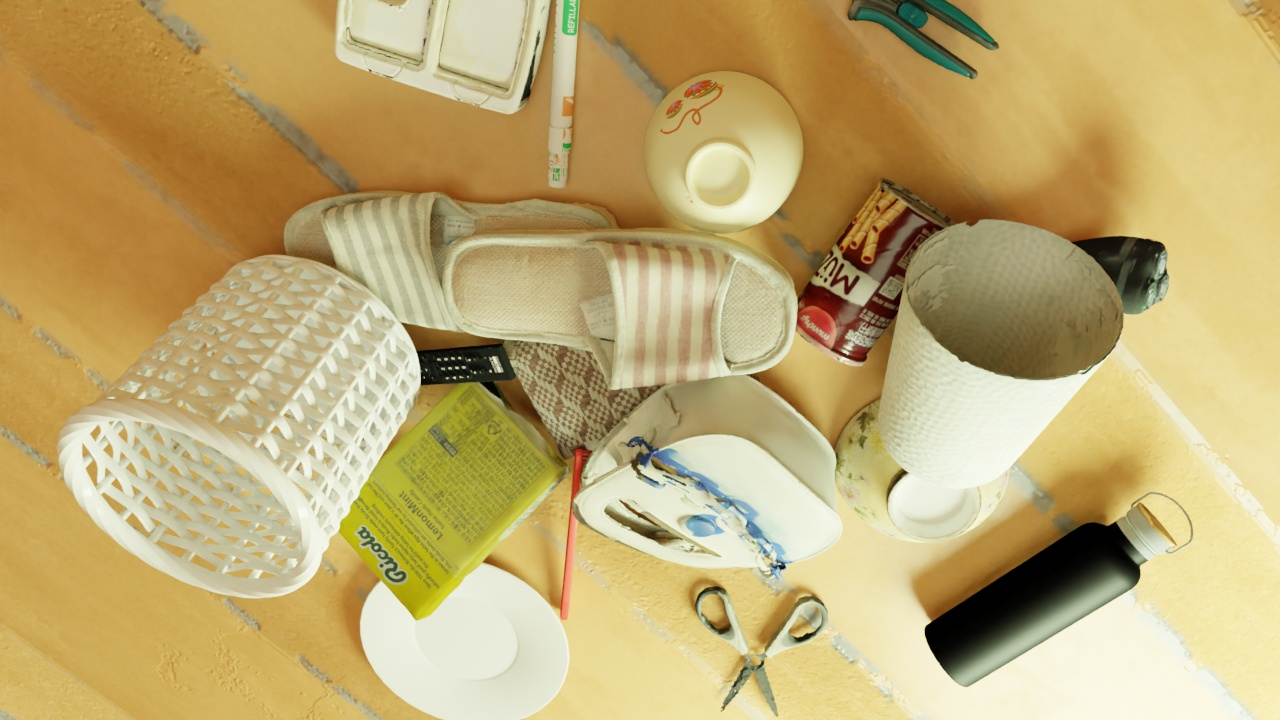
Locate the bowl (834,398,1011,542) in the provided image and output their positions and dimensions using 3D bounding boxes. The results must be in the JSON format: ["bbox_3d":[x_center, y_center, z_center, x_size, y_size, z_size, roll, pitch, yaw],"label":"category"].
[{"bbox_3d":[0.231,0.100,0.743,0.145,0.063,0.145,3,115,7],"label":"bowl"}]

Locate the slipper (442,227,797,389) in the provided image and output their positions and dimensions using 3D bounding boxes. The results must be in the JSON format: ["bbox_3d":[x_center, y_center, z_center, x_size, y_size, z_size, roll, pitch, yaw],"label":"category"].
[{"bbox_3d":[-0.019,-0.039,0.662,0.263,0.052,0.115,7,109,6],"label":"slipper"}]

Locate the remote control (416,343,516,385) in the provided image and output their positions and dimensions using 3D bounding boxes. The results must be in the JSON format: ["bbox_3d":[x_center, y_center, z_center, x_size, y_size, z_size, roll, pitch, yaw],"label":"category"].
[{"bbox_3d":[-0.159,0.005,0.748,0.140,0.009,0.030,-4,117,36],"label":"remote control"}]

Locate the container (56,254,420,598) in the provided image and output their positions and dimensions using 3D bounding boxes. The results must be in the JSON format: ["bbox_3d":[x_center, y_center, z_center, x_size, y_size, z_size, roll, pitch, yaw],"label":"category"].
[{"bbox_3d":[-0.289,0.047,0.693,0.189,0.186,0.190,8,130,10],"label":"container"}]

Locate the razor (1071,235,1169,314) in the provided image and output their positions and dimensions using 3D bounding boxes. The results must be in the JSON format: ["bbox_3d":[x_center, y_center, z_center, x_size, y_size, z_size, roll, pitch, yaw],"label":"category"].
[{"bbox_3d":[0.304,-0.051,0.664,0.141,0.063,0.053,-12,133,24],"label":"razor"}]

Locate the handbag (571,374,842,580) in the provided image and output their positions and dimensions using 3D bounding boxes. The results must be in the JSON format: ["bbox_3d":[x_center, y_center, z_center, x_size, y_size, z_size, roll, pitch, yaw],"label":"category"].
[{"bbox_3d":[0.046,0.114,0.739,0.200,0.092,0.200,-35,123,30],"label":"handbag"}]

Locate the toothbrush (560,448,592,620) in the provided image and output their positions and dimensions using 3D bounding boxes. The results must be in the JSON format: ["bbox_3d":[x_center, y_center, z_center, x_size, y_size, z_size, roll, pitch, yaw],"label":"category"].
[{"bbox_3d":[-0.056,0.160,0.817,0.018,0.012,0.213,2,126,-9],"label":"toothbrush"}]

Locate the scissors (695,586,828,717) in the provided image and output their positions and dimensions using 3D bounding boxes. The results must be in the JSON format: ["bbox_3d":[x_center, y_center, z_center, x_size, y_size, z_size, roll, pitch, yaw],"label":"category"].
[{"bbox_3d":[0.109,0.269,0.864,0.157,0.012,0.171,44,112,-11],"label":"scissors"}]

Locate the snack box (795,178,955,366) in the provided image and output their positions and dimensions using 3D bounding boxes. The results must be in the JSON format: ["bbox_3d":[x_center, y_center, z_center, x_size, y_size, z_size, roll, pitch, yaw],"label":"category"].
[{"bbox_3d":[0.168,-0.064,0.671,0.072,0.072,0.121,29,114,-7],"label":"snack box"}]

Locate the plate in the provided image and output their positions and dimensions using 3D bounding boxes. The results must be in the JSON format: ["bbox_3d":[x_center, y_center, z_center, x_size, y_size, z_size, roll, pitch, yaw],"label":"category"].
[{"bbox_3d":[-0.172,0.275,0.901,0.209,0.015,0.209,3,115,6],"label":"plate"}]

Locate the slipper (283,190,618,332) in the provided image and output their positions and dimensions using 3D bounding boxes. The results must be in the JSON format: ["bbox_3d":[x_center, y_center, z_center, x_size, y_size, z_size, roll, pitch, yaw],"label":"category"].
[{"bbox_3d":[-0.148,-0.080,0.717,0.273,0.054,0.115,2,119,6],"label":"slipper"}]

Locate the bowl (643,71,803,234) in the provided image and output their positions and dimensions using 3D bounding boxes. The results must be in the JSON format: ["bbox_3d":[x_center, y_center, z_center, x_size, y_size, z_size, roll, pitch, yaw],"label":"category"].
[{"bbox_3d":[0.057,-0.138,0.648,0.118,0.073,0.118,3,115,6],"label":"bowl"}]

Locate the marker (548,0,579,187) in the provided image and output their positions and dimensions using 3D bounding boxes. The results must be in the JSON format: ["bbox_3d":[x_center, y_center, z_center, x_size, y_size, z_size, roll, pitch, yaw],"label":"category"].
[{"bbox_3d":[-0.056,-0.199,0.667,0.017,0.017,0.146,8,115,4],"label":"marker"}]

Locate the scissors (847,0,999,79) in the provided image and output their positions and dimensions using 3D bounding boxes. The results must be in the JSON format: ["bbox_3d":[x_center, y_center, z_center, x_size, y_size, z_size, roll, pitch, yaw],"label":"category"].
[{"bbox_3d":[0.177,-0.245,0.616,0.139,0.019,0.136,-16,109,15],"label":"scissors"}]

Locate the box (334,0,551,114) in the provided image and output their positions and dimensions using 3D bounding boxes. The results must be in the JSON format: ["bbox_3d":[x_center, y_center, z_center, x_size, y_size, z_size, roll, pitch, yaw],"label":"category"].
[{"bbox_3d":[-0.134,-0.262,0.601,0.143,0.098,0.184,16,116,0],"label":"box"}]

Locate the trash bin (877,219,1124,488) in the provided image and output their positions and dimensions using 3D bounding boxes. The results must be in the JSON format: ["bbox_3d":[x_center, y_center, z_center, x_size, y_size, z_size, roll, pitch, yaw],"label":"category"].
[{"bbox_3d":[0.235,0.006,0.641,0.133,0.133,0.162,6,144,5],"label":"trash bin"}]

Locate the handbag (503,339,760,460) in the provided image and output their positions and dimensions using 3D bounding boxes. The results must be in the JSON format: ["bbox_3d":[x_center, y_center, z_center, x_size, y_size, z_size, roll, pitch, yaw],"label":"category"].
[{"bbox_3d":[-0.004,0.004,0.739,0.186,0.046,0.124,-17,119,15],"label":"handbag"}]

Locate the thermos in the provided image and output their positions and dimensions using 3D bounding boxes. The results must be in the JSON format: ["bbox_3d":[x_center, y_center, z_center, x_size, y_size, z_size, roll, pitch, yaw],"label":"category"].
[{"bbox_3d":[0.350,0.190,0.770,0.061,0.061,0.232,42,113,-12],"label":"thermos"}]

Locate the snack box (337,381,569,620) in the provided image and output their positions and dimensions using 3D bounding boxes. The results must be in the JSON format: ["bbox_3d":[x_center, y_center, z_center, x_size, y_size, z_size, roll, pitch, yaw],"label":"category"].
[{"bbox_3d":[-0.158,0.110,0.768,0.181,0.045,0.121,-45,82,1],"label":"snack box"}]
